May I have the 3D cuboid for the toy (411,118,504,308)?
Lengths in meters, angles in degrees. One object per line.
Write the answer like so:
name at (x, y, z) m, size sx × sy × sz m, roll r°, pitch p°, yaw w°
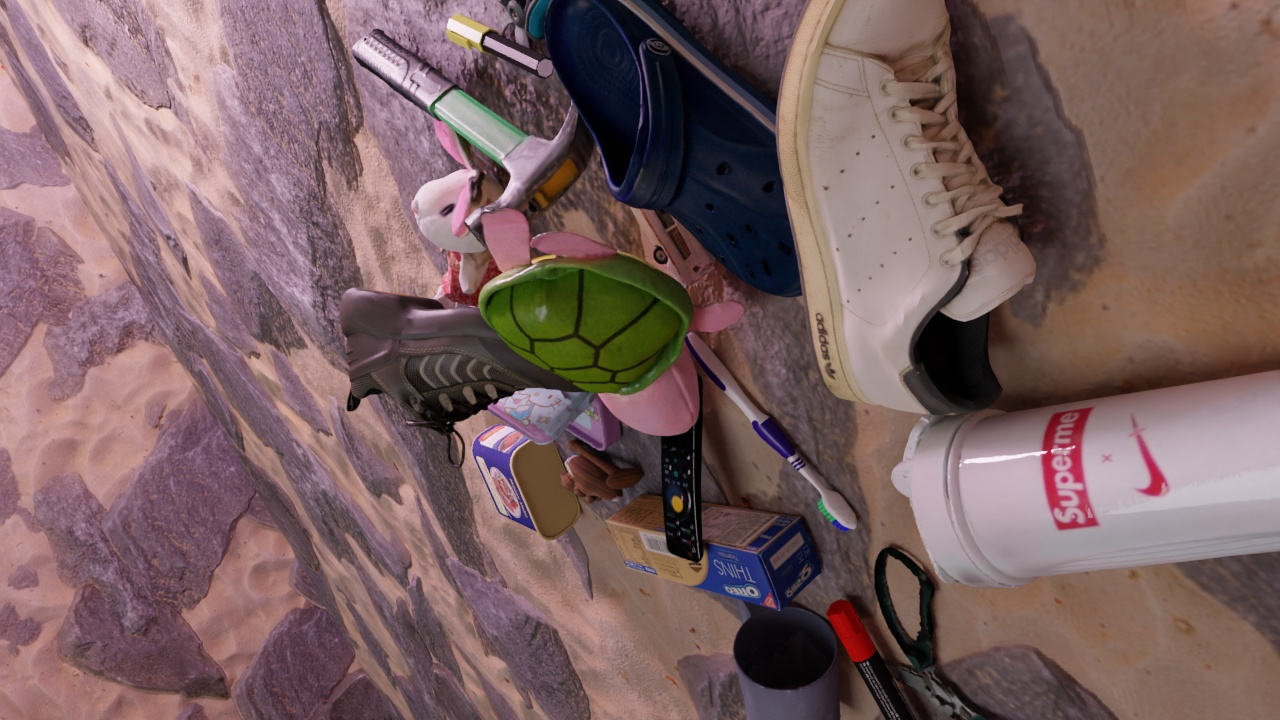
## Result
toy at (-0.151, -0.114, 0.782) m, size 0.195 × 0.084 × 0.159 m, roll 103°, pitch 154°, yaw -52°

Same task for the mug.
mug at (0.118, 0.262, 0.782) m, size 0.124 × 0.083 × 0.104 m, roll -127°, pitch 20°, yaw -54°

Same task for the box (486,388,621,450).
box at (-0.125, 0.026, 0.867) m, size 0.214 × 0.092 × 0.089 m, roll 28°, pitch 138°, yaw 37°

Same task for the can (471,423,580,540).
can at (-0.127, 0.129, 0.998) m, size 0.092 × 0.056 × 0.116 m, roll 11°, pitch 127°, yaw 50°

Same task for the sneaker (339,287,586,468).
sneaker at (-0.150, 0.025, 0.757) m, size 0.238 × 0.101 × 0.143 m, roll 10°, pitch 92°, yaw 16°

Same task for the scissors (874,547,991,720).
scissors at (0.231, 0.225, 0.643) m, size 0.202 × 0.015 × 0.202 m, roll 12°, pitch 128°, yaw 51°

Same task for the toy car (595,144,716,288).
toy car at (0.016, -0.106, 0.618) m, size 0.039 × 0.039 × 0.113 m, roll -26°, pitch 96°, yaw 37°

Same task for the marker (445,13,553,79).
marker at (-0.103, -0.226, 0.662) m, size 0.124 × 0.021 × 0.017 m, roll 37°, pitch 160°, yaw 40°

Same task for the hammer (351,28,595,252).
hammer at (-0.144, -0.195, 0.697) m, size 0.319 × 0.130 × 0.032 m, roll 40°, pitch 174°, yaw 41°

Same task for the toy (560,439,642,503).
toy at (-0.043, 0.113, 0.888) m, size 0.102 × 0.041 × 0.055 m, roll 25°, pitch 115°, yaw 52°

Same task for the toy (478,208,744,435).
toy at (-0.027, -0.022, 0.612) m, size 0.190 × 0.087 × 0.238 m, roll -2°, pitch 152°, yaw 22°

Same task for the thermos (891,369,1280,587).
thermos at (0.225, 0.055, 0.437) m, size 0.221 × 0.099 × 0.099 m, roll -23°, pitch 99°, yaw 53°

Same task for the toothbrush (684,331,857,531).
toothbrush at (0.093, 0.051, 0.673) m, size 0.186 × 0.015 × 0.016 m, roll 50°, pitch 152°, yaw 11°

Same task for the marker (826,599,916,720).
marker at (0.186, 0.251, 0.707) m, size 0.145 × 0.021 × 0.023 m, roll 60°, pitch -174°, yaw -5°

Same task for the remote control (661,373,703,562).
remote control at (0.035, 0.082, 0.723) m, size 0.041 × 0.020 × 0.152 m, roll 7°, pitch 100°, yaw 50°

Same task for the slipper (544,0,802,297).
slipper at (0.018, -0.125, 0.545) m, size 0.253 × 0.095 × 0.105 m, roll 50°, pitch 145°, yaw 16°

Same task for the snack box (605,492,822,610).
snack box at (0.056, 0.158, 0.779) m, size 0.207 × 0.056 × 0.057 m, roll -2°, pitch 115°, yaw 54°

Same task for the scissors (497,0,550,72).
scissors at (-0.078, -0.258, 0.610) m, size 0.156 × 0.019 × 0.124 m, roll 13°, pitch 135°, yaw 56°

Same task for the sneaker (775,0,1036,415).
sneaker at (0.133, -0.071, 0.431) m, size 0.102 × 0.088 × 0.242 m, roll 27°, pitch 138°, yaw 46°
